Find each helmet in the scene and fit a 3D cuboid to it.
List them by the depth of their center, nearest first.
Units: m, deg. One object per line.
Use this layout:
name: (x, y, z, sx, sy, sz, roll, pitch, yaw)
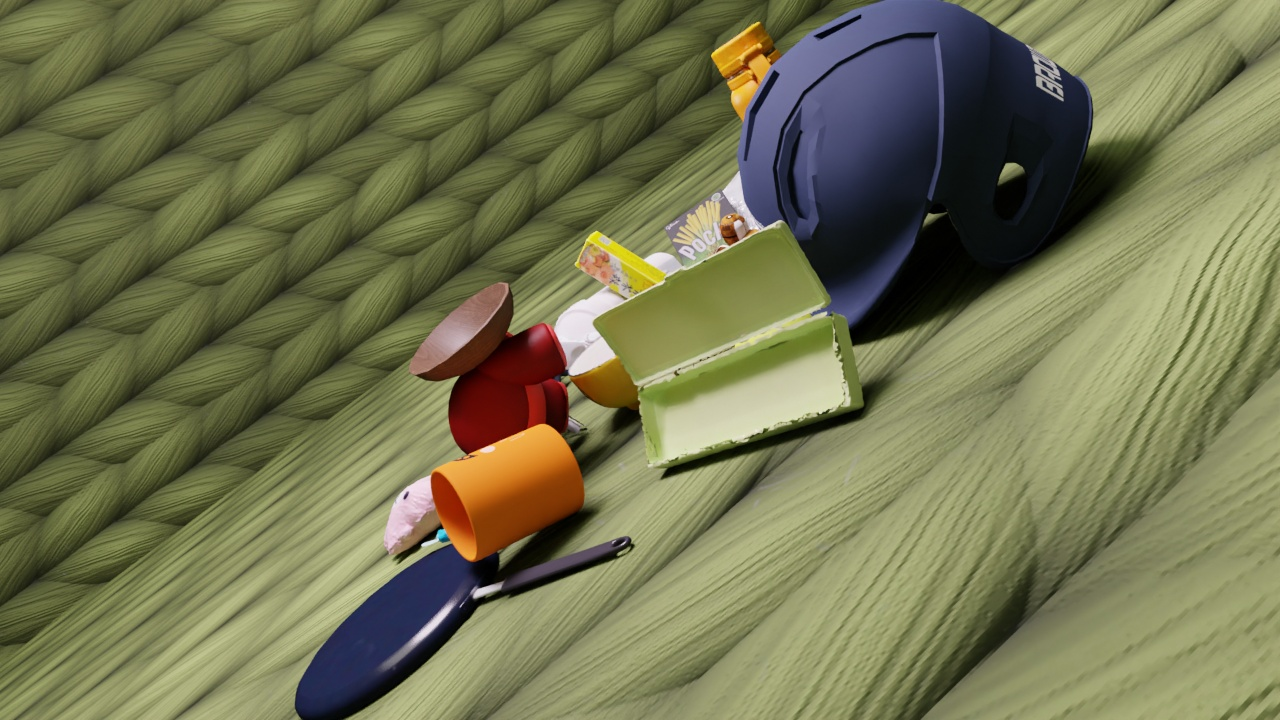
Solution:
helmet: (0.182, -0.143, 0.720, 0.231, 0.223, 0.273, -75, 5, -70)

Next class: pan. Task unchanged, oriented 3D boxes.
pan: (-0.144, 0.186, 0.717, 0.357, 0.021, 0.198, -26, 16, 33)

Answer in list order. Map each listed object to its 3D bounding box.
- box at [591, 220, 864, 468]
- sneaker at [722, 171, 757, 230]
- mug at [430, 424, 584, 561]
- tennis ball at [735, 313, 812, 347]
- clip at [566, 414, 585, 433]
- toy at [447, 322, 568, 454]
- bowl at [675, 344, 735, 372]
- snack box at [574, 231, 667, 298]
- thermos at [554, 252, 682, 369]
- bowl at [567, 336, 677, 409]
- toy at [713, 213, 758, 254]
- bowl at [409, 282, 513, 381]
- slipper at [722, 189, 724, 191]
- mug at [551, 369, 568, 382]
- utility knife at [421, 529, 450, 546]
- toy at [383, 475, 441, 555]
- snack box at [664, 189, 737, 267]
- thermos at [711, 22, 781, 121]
box: (0.058, -0.004, 0.650, 0.188, 0.141, 0.047, -26, -1, 42)
sneaker: (0.148, -0.174, 1.109, 0.089, 0.087, 0.235, 22, 77, 43)
mug: (-0.109, 0.113, 0.737, 0.095, 0.077, 0.113, -22, -26, -30)
tennis ball: (0.103, -0.011, 0.684, 0.065, 0.065, 0.065, -33, 13, 9)
clip: (-0.095, 0.058, 0.977, 0.040, 0.102, 0.054, -41, -30, -32)
toy: (-0.127, 0.048, 0.891, 0.120, 0.158, 0.197, -3, -3, -14)
bowl: (0.079, -0.019, 0.761, 0.112, 0.061, 0.112, -42, -2, -2)
snack box: (-0.001, -0.089, 1.039, 0.040, 0.148, 0.028, -60, -4, 37)
thermos: (-0.018, -0.056, 1.092, 0.100, 0.099, 0.219, -24, 14, 41)
bowl: (-0.005, 0.005, 0.893, 0.117, 0.067, 0.117, -34, 13, 9)
toy: (0.116, -0.094, 0.929, 0.087, 0.067, 0.112, 2, 43, 7)
bowl: (-0.154, -0.020, 0.824, 0.118, 0.030, 0.117, -33, 24, 17)
slipper: (0.126, -0.200, 1.269, 0.103, 0.074, 0.246, -43, 14, -25)
mug: (-0.130, 0.018, 1.184, 0.105, 0.071, 0.077, -11, 6, -19)
utility knife: (-0.143, 0.145, 0.819, 0.124, 0.015, 0.022, -20, 15, 15)
toy: (-0.236, 0.162, 0.963, 0.095, 0.053, 0.099, -53, 15, -16)
snack box: (0.088, -0.122, 1.033, 0.080, 0.025, 0.147, -33, 46, 11)
thermos: (0.165, -0.241, 0.965, 0.076, 0.232, 0.092, -40, 15, -22)
